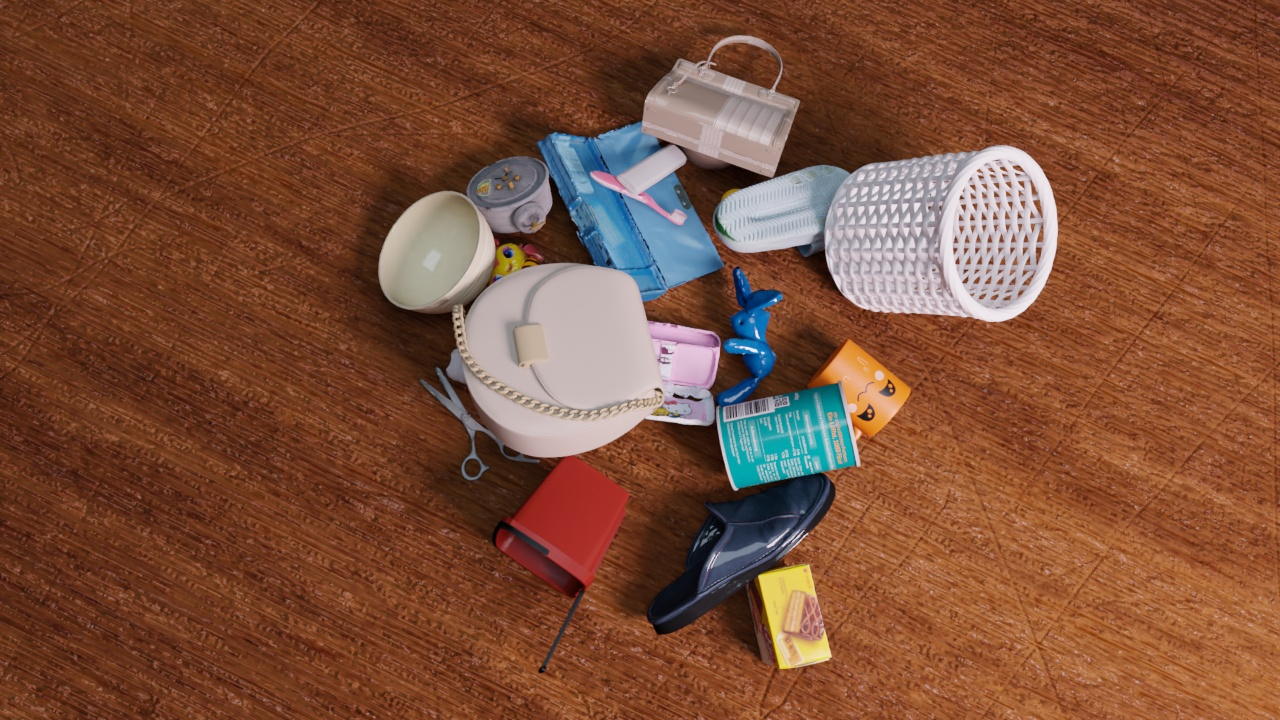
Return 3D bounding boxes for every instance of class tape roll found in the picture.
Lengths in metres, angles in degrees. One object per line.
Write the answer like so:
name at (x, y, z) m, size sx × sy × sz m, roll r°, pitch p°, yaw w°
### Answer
tape roll at (0.095, -0.299, 1.199) m, size 0.093 × 0.030 × 0.093 m, roll 1°, pitch 77°, yaw -5°

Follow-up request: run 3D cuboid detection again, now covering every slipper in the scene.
slipper at (0.102, 0.197, 1.042) m, size 0.265 × 0.109 × 0.083 m, roll -36°, pitch 98°, yaw -8°
slipper at (0.194, -0.180, 1.157) m, size 0.245 × 0.074 × 0.104 m, roll -14°, pitch 70°, yaw -26°

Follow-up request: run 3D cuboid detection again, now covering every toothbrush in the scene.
toothbrush at (-0.001, -0.202, 1.129) m, size 0.135 × 0.016 × 0.021 m, roll 25°, pitch 45°, yaw -20°

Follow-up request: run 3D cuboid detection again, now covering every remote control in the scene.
remote control at (0.016, -0.242, 1.153) m, size 0.033 × 0.012 × 0.130 m, roll 44°, pitch 43°, yaw 3°

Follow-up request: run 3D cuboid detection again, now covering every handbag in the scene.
handbag at (0.120, -0.346, 1.173) m, size 0.176 × 0.062 × 0.197 m, roll 21°, pitch 60°, yaw 7°
handbag at (-0.090, 0.000, 1.016) m, size 0.208 × 0.103 × 0.210 m, roll -11°, pitch 63°, yaw -6°

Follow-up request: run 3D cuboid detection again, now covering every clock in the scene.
clock at (-0.151, -0.196, 1.112) m, size 0.103 × 0.056 × 0.148 m, roll -29°, pitch 48°, yaw -11°

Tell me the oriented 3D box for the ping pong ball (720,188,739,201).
ping pong ball at (0.122, -0.199, 1.174) m, size 0.040 × 0.040 × 0.040 m, roll 1°, pitch 77°, yaw -5°

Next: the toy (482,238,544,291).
toy at (-0.156, -0.108, 1.117) m, size 0.084 × 0.046 × 0.103 m, roll -45°, pitch 51°, yaw -9°

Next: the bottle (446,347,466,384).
bottle at (-0.161, 0.022, 1.095) m, size 0.136 × 0.044 × 0.044 m, roll 20°, pitch 76°, yaw 0°

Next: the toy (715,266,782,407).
toy at (0.132, -0.025, 1.103) m, size 0.071 × 0.113 × 0.176 m, roll 7°, pitch 93°, yaw -7°

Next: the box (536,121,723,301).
box at (-0.016, -0.187, 1.158) m, size 0.174 × 0.060 × 0.231 m, roll -18°, pitch 77°, yaw -35°

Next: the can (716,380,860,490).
can at (0.169, 0.086, 1.052) m, size 0.144 × 0.099 × 0.099 m, roll -13°, pitch 78°, yaw 11°

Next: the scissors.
scissors at (-0.193, 0.072, 1.097) m, size 0.130 × 0.014 × 0.153 m, roll -10°, pitch 81°, yaw -7°

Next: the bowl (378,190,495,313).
bowl at (-0.229, -0.118, 1.093) m, size 0.151 × 0.075 × 0.150 m, roll -11°, pitch 67°, yaw 26°

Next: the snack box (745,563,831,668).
snack box at (0.165, 0.290, 1.042) m, size 0.061 × 0.084 × 0.105 m, roll -10°, pitch 77°, yaw -8°

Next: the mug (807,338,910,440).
mug at (0.253, 0.047, 1.115) m, size 0.096 × 0.077 × 0.113 m, roll 40°, pitch 96°, yaw 5°

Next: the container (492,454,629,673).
container at (-0.104, 0.217, 1.003) m, size 0.127 × 0.148 × 0.200 m, roll 33°, pitch 67°, yaw 2°

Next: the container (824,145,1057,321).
container at (0.346, -0.146, 1.071) m, size 0.189 × 0.187 × 0.189 m, roll -4°, pitch 98°, yaw -31°

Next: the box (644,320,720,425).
box at (-0.007, 0.010, 1.082) m, size 0.201 × 0.101 × 0.111 m, roll 9°, pitch 101°, yaw -3°
